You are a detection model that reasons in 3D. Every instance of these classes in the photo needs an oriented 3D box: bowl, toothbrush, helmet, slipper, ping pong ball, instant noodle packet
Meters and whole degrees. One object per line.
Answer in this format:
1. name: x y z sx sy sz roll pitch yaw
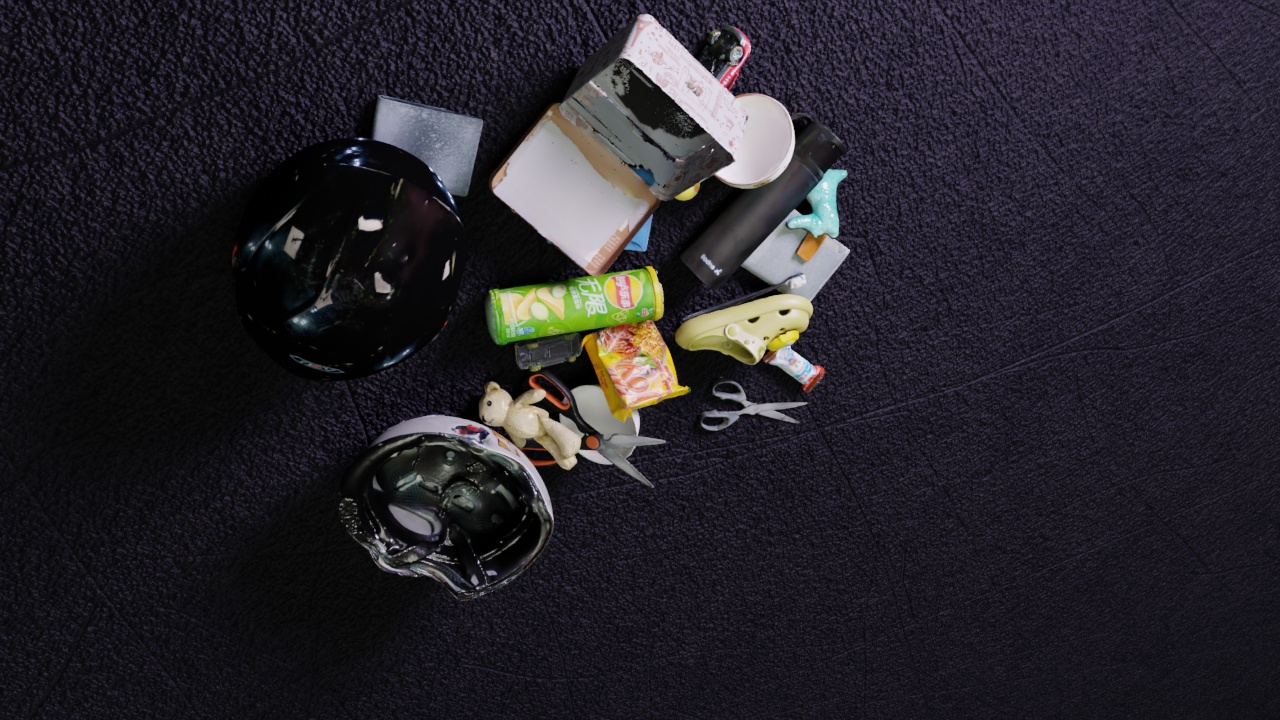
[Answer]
1. bowl: -0.044 0.075 1.255 0.118 0.064 0.118 12 119 23
2. toothbrush: 0.138 -0.080 1.243 0.181 0.018 0.016 -20 134 10
3. helmet: -0.306 -0.103 0.977 0.233 0.230 0.274 20 88 -25
4. slipper: 0.143 -0.031 1.242 0.190 0.081 0.092 -12 167 -4
5. ping pong ball: 0.054 -0.219 1.140 0.040 0.040 0.040 -8 121 -14
6. bowl: 0.135 -0.260 1.117 0.113 0.113 0.062 -45 162 10
7. instant noodle packet: -0.007 0.007 1.198 0.110 0.128 0.044 -20 164 -22
8. helmet: -0.246 0.168 1.200 0.274 0.156 0.230 31 109 -19

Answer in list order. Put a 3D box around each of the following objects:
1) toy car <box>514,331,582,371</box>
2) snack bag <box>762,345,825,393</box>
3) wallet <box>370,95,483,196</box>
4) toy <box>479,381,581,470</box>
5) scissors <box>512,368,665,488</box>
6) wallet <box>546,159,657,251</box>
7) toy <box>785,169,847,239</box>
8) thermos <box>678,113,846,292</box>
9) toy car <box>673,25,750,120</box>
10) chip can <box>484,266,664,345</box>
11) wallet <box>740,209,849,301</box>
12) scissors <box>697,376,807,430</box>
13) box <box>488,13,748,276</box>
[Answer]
1. toy car: -0.120 -0.017 1.205 0.090 0.035 0.042 -13 124 -17
2. snack bag: 0.224 0.006 1.334 0.105 0.026 0.045 33 108 -28
3. wallet: -0.247 -0.242 1.045 0.120 0.019 0.097 7 119 -23
4. toy: -0.146 0.088 1.203 0.157 0.066 0.105 31 132 13
5. scissors: -0.082 0.102 1.235 0.225 0.021 0.221 -33 96 30
6. wallet: -0.048 -0.189 1.128 0.133 0.040 0.106 3 114 -19
7. toy: 0.232 -0.202 1.197 0.096 0.030 0.092 -10 93 -14
8. thermos: 0.147 -0.205 1.172 0.090 0.068 0.243 43 99 1
9. toy car: 0.083 -0.333 1.077 0.045 0.053 0.121 13 123 -47
10. chip can: -0.085 -0.070 1.163 0.221 0.072 0.073 -9 121 -12
11. wallet: 0.209 -0.141 1.238 0.129 0.037 0.107 29 107 -30
12. scissors: 0.163 0.072 1.363 0.166 0.014 0.163 -35 126 2
13. box: -0.026 -0.242 1.050 0.179 0.130 0.273 38 117 -25
